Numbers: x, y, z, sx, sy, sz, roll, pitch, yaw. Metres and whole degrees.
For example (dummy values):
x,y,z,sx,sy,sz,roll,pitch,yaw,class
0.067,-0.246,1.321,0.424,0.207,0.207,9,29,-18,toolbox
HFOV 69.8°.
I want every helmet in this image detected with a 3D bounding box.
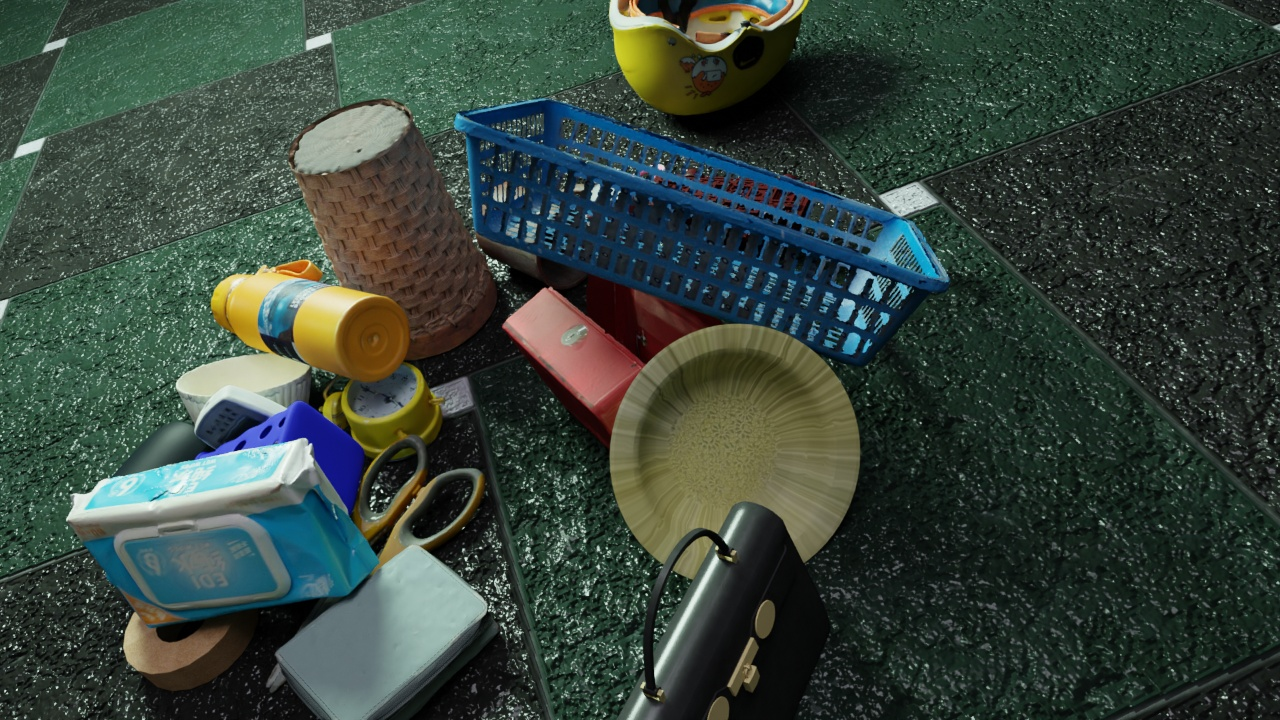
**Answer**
x,y,z,sx,sy,sz,roll,pitch,yaw,class
0.082,-0.377,1.113,0.240,0.140,0.209,-9,42,-10,helmet

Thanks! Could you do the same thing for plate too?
x,y,z,sx,sy,sz,roll,pitch,yaw,class
0.065,0.067,0.664,0.184,0.184,0.036,-27,6,-11,plate

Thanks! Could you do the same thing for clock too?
x,y,z,sx,sy,sz,roll,pitch,yaw,class
-0.235,0.040,0.830,0.119,0.057,0.083,21,54,25,clock

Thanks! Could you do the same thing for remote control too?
x,y,z,sx,sy,sz,roll,pitch,yaw,class
-0.322,0.067,0.793,0.060,0.114,0.028,-44,31,14,remote control

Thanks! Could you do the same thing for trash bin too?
x,y,z,sx,sy,sz,roll,pitch,yaw,class
-0.242,-0.124,0.892,0.151,0.210,0.151,-9,44,8,trash bin

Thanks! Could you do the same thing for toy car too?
x,y,z,sx,sy,sz,roll,pitch,yaw,class
0.088,-0.148,0.925,0.170,0.062,0.070,9,49,25,toy car

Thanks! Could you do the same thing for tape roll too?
x,y,z,sx,sy,sz,roll,pitch,yaw,class
-0.349,0.207,0.716,0.094,0.027,0.093,-9,43,8,tape roll

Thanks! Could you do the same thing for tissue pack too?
x,y,z,sx,sy,sz,roll,pitch,yaw,class
-0.309,0.129,0.669,0.209,0.117,0.066,-10,29,11,tissue pack

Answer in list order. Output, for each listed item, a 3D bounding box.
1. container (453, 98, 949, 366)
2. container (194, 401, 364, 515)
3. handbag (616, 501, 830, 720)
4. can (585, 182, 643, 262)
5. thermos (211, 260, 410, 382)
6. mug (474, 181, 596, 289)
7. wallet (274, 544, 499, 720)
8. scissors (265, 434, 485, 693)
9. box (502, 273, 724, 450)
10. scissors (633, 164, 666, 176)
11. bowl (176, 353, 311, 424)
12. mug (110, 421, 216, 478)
x,y,z,sx,sy,sz,roll,pitch,yaw,class
0.047,-0.111,0.748,0.362,0.089,0.256,19,21,4,container
-0.296,0.101,0.741,0.114,0.085,0.084,-27,38,19,container
0.036,0.164,0.519,0.072,0.196,0.175,14,51,28,handbag
-0.023,-0.129,0.913,0.054,0.097,0.054,-9,43,8,can
-0.309,-0.041,0.853,0.233,0.076,0.091,12,37,39,thermos
-0.096,-0.143,0.951,0.110,0.096,0.122,28,66,32,mug
-0.178,0.202,0.653,0.100,0.054,0.131,32,58,30,wallet
-0.207,0.164,0.721,0.114,0.016,0.228,22,62,12,scissors
-0.021,0.017,0.741,0.126,0.137,0.157,-29,42,-26,box
0.002,-0.156,0.996,0.101,0.016,0.178,15,51,29,scissors
-0.359,0.040,0.846,0.115,0.062,0.115,-2,19,0,bowl
-0.388,0.118,0.789,0.121,0.085,0.094,25,51,1,mug
